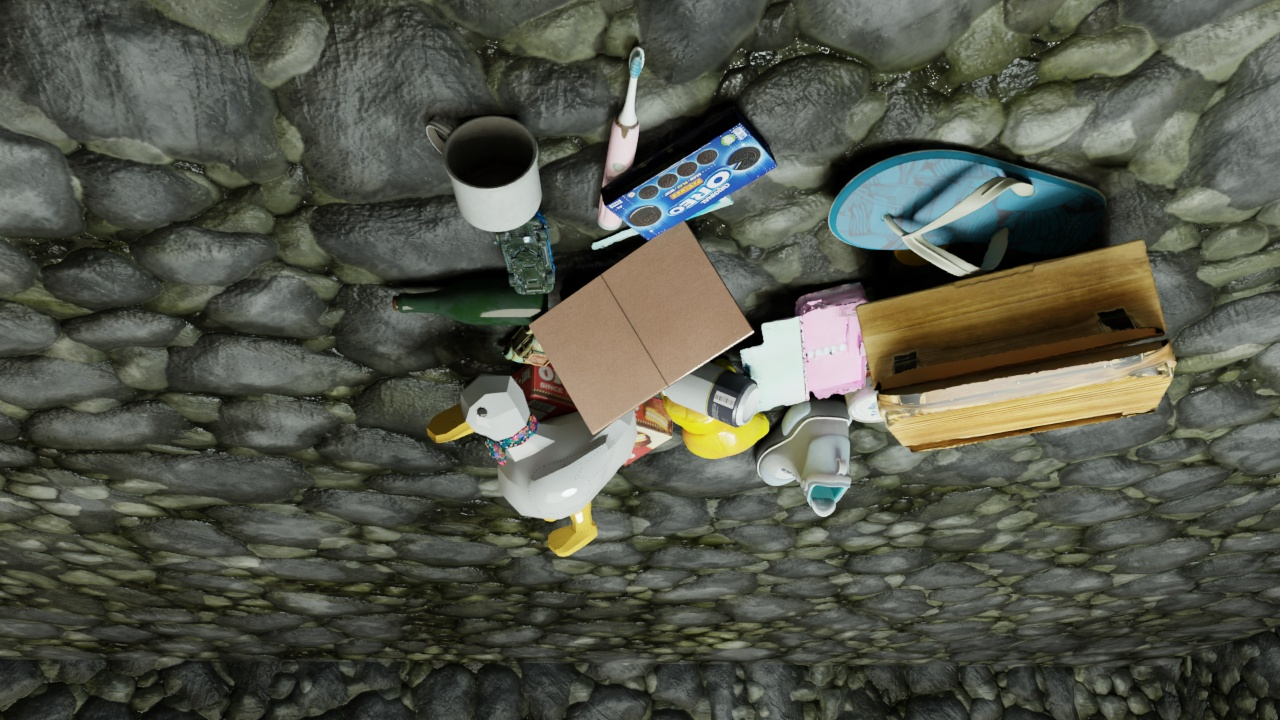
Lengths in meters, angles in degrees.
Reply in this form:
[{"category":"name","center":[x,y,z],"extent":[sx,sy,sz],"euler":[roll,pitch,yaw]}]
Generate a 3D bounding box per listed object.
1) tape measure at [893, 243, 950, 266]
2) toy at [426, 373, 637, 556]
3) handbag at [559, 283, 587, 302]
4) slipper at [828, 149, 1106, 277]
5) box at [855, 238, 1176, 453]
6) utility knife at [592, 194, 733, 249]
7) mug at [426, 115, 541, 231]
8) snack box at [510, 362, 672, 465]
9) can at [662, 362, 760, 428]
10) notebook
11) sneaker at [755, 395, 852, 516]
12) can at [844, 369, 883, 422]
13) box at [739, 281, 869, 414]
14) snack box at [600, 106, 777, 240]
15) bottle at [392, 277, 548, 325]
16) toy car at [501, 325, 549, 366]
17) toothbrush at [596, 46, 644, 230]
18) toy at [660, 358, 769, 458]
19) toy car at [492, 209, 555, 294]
[{"category":"tape measure","center":[0.296,-0.129,0.976],"extent":[0.059,0.030,0.068],"euler":[6,143,-15]},{"category":"toy","center":[-0.122,0.115,1.170],"extent":[0.246,0.140,0.268],"euler":[-20,123,-5]},{"category":"handbag","center":[-0.009,-0.023,1.066],"extent":[0.154,0.114,0.125],"euler":[-9,154,7]},{"category":"slipper","center":[0.333,-0.141,0.904],"extent":[0.294,0.060,0.118],"euler":[4,128,-13]},{"category":"box","center":[0.396,-0.004,0.984],"extent":[0.280,0.176,0.247],"euler":[-12,172,20]},{"category":"utility knife","center":[0.019,-0.144,0.958],"extent":[0.169,0.015,0.022],"euler":[-18,140,31]},{"category":"mug","center":[-0.145,-0.176,0.839],"extent":[0.113,0.084,0.071],"euler":[30,156,14]},{"category":"snack box","center":[-0.080,0.077,1.287],"extent":[0.236,0.060,0.113],"euler":[20,142,-32]},{"category":"can","center":[0.084,0.035,1.162],"extent":[0.127,0.064,0.064],"euler":[22,160,26]},{"category":"notebook","center":[-0.003,-0.034,0.980],"extent":[0.209,0.141,0.008],"euler":[-33,173,17]},{"category":"sneaker","center":[0.245,0.171,1.370],"extent":[0.093,0.160,0.257],"euler":[5,148,-12]},{"category":"can","center":[0.328,0.049,1.277],"extent":[0.086,0.043,0.086],"euler":[-3,149,-2]},{"category":"box","center":[0.206,-0.008,1.159],"extent":[0.159,0.035,0.230],"euler":[-15,149,4]},{"category":"snack box","center":[0.045,-0.172,0.865],"extent":[0.150,0.027,0.082],"euler":[-27,149,24]},{"category":"bottle","center":[-0.194,-0.066,1.041],"extent":[0.174,0.055,0.055],"euler":[-1,150,1]},{"category":"toy car","center":[-0.131,-0.017,1.135],"extent":[0.047,0.047,0.112],"euler":[12,148,-29]},{"category":"toothbrush","center":[-0.017,-0.198,0.846],"extent":[0.027,0.026,0.223],"euler":[6,150,-5]},{"category":"toy","center":[0.108,0.079,1.278],"extent":[0.134,0.087,0.194],"euler":[-14,148,13]},{"category":"toy car","center":[-0.120,-0.117,0.965],"extent":[0.056,0.043,0.120],"euler":[-3,147,2]}]
